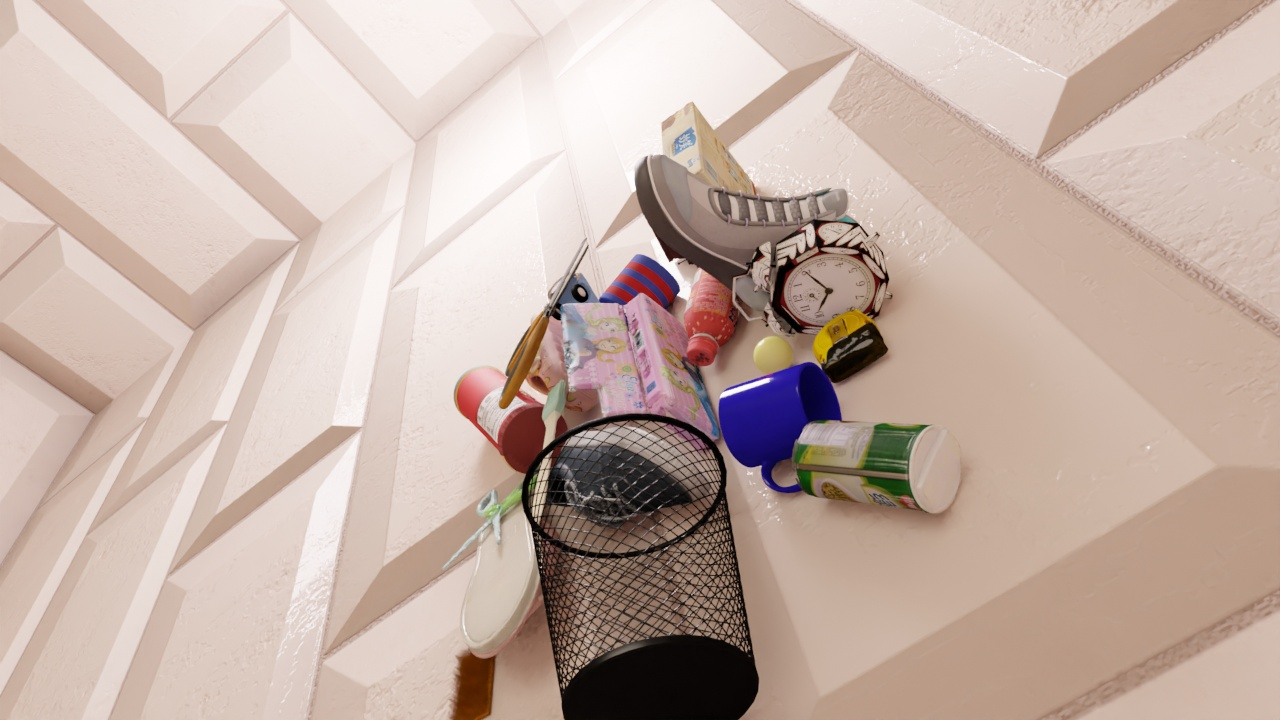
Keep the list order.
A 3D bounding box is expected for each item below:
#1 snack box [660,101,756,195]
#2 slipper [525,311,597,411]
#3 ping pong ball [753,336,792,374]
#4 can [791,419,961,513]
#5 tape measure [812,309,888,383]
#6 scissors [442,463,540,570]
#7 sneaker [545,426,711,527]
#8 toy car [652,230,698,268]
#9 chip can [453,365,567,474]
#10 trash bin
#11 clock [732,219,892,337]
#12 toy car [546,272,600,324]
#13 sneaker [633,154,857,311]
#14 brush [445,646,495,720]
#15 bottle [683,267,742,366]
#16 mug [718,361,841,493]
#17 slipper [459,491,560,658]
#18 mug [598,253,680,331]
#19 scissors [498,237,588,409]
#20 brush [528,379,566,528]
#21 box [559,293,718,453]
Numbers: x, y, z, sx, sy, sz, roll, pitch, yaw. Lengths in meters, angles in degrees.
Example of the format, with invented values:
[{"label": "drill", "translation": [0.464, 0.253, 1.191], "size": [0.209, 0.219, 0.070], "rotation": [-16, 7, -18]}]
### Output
[{"label": "snack box", "translation": [0.092, -0.214, 1.147], "size": [0.055, 0.153, 0.207], "rotation": [-31, 32, 21]}, {"label": "slipper", "translation": [-0.114, 0.011, 1.178], "size": [0.082, 0.093, 0.197], "rotation": [-45, 30, 15]}, {"label": "ping pong ball", "translation": [0.136, -0.005, 0.940], "size": [0.040, 0.040, 0.040], "rotation": [-30, 32, 21]}, {"label": "can", "translation": [0.189, 0.083, 0.738], "size": [0.121, 0.067, 0.067], "rotation": [-1, 50, 50]}, {"label": "tape measure", "translation": [0.198, -0.017, 0.884], "size": [0.066, 0.037, 0.064], "rotation": [-32, 32, 19]}, {"label": "scissors", "translation": [-0.162, 0.173, 1.030], "size": [0.171, 0.021, 0.173], "rotation": [-44, 19, -1]}, {"label": "sneaker", "translation": [-0.026, 0.125, 0.925], "size": [0.236, 0.089, 0.087], "rotation": [-6, 44, 56]}, {"label": "toy car", "translation": [0.051, -0.173, 1.224], "size": [0.062, 0.070, 0.169], "rotation": [-27, 31, 4]}, {"label": "chip can", "translation": [-0.170, 0.070, 1.169], "size": [0.087, 0.087, 0.213], "rotation": [-48, 29, -8]}, {"label": "trash bin", "translation": [0.001, 0.181, 0.741], "size": [0.184, 0.184, 0.209], "rotation": [-33, 37, 17]}, {"label": "clock", "translation": [0.167, -0.082, 0.919], "size": [0.155, 0.115, 0.064], "rotation": [-12, 39, 16]}, {"label": "toy car", "translation": [-0.059, -0.037, 1.134], "size": [0.056, 0.153, 0.054], "rotation": [-36, -13, 33]}, {"label": "sneaker", "translation": [0.120, -0.154, 0.941], "size": [0.161, 0.256, 0.093], "rotation": [-26, 51, 28]}, {"label": "brush", "translation": [-0.169, 0.308, 0.931], "size": [0.048, 0.017, 0.126], "rotation": [-33, 31, 18]}, {"label": "bottle", "translation": [0.081, -0.052, 1.046], "size": [0.062, 0.062, 0.137], "rotation": [-19, 38, 36]}, {"label": "mug", "translation": [0.129, 0.065, 0.834], "size": [0.084, 0.079, 0.111], "rotation": [-20, 65, 34]}, {"label": "slipper", "translation": [-0.131, 0.218, 0.961], "size": [0.114, 0.054, 0.274], "rotation": [-41, 18, 10]}, {"label": "mug", "translation": [-0.005, -0.080, 1.188], "size": [0.076, 0.075, 0.112], "rotation": [-51, 5, -14]}, {"label": "scissors", "translation": [-0.117, -0.040, 1.080], "size": [0.226, 0.016, 0.175], "rotation": [-55, 15, 32]}, {"label": "brush", "translation": [-0.101, 0.098, 0.998], "size": [0.033, 0.012, 0.217], "rotation": [-46, 24, 31]}, {"label": "box", "translation": [-0.002, -0.004, 0.998], "size": [0.230, 0.160, 0.062], "rotation": [-103, 34, -56]}]
